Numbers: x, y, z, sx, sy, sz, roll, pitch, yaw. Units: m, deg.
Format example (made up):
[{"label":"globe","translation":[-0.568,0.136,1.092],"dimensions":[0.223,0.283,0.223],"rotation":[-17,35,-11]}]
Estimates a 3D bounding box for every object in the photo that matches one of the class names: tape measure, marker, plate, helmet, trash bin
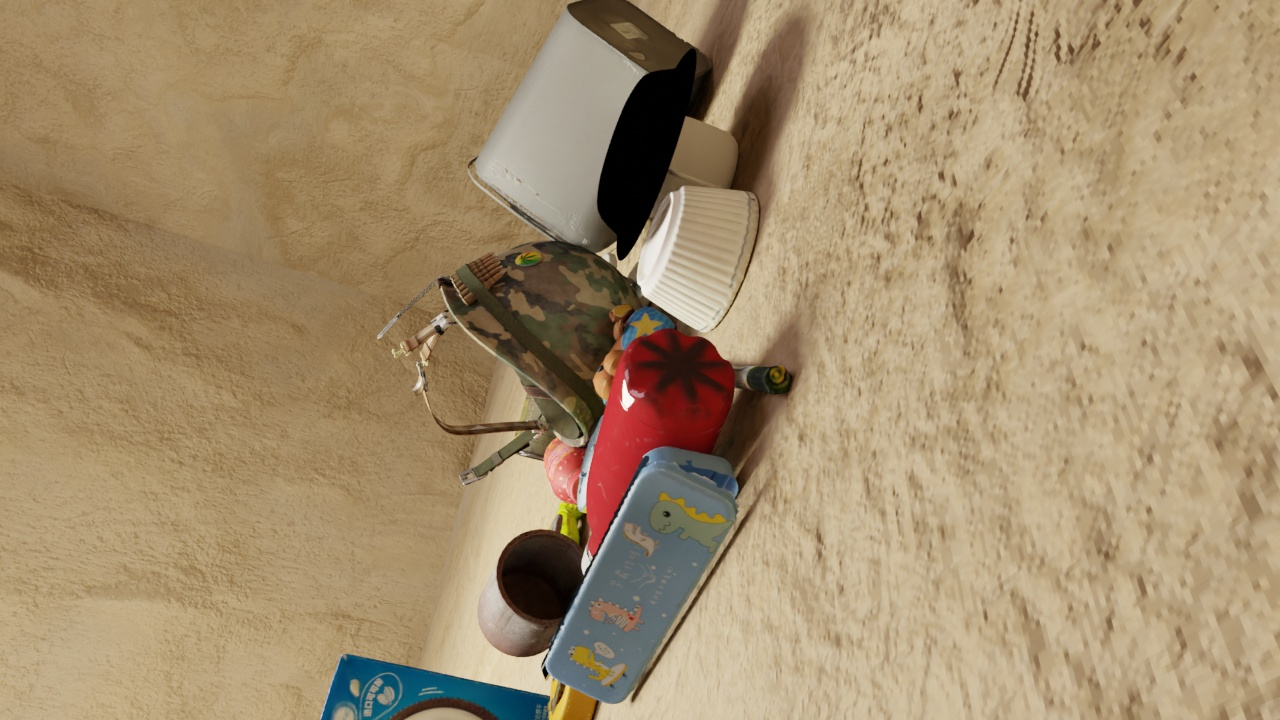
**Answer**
[{"label":"tape measure","translation":[-0.054,0.264,0.723],"dimensions":[0.068,0.030,0.059],"rotation":[-92,21,-57]},{"label":"marker","translation":[0.062,0.010,0.583],"dimensions":[0.146,0.017,0.017],"rotation":[-177,104,-78]},{"label":"plate","translation":[-0.005,-0.178,0.774],"dimensions":[0.184,0.036,0.184],"rotation":[-164,91,-78]},{"label":"helmet","translation":[-0.116,-0.007,0.866],"dimensions":[0.224,0.193,0.236],"rotation":[25,70,39]},{"label":"trash bin","translation":[-0.048,-0.275,1.054],"dimensions":[0.221,0.197,0.196],"rotation":[-56,-3,35]}]

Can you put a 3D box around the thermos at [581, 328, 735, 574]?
[{"label":"thermos","translation":[-0.001,0.084,0.627],"dimensions":[0.073,0.073,0.240],"rotation":[-84,8,-45]}]

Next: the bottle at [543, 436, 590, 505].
[{"label":"bottle","translation":[-0.061,0.111,0.901],"dimensions":[0.137,0.062,0.062],"rotation":[-146,74,-78]}]

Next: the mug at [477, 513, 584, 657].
[{"label":"mug","translation":[-0.097,0.207,0.867],"dimensions":[0.110,0.096,0.122],"rotation":[-52,15,49]}]

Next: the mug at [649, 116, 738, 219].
[{"label":"mug","translation":[0.041,-0.162,0.802],"dimensions":[0.115,0.068,0.094],"rotation":[-111,40,-72]}]

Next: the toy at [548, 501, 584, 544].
[{"label":"toy","translation":[-0.079,0.177,0.957],"dimensions":[0.093,0.036,0.094],"rotation":[-68,11,-16]}]

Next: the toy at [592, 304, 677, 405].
[{"label":"toy","translation":[-0.005,0.004,0.787],"dimensions":[0.090,0.070,0.103],"rotation":[-51,-18,-21]}]

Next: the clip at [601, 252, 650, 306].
[{"label":"clip","translation":[-0.025,-0.051,1.023],"dimensions":[0.126,0.089,0.150],"rotation":[-59,7,44]}]

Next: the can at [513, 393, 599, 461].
[{"label":"can","translation":[-0.093,0.079,1.025],"dimensions":[0.090,0.090,0.074],"rotation":[161,126,-76]}]

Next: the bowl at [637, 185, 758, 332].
[{"label":"bowl","translation":[0.039,-0.085,0.714],"dimensions":[0.115,0.062,0.115],"rotation":[-163,91,-78]}]

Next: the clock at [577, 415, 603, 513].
[{"label":"clock","translation":[-0.016,0.079,0.747],"dimensions":[0.118,0.057,0.083],"rotation":[-90,20,-55]}]

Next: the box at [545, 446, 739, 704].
[{"label":"box","translation":[-0.004,0.145,0.575],"dimensions":[0.052,0.067,0.210],"rotation":[-102,30,-53]}]

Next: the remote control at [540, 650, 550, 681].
[{"label":"remote control","translation":[-0.052,0.207,0.768],"dimensions":[0.124,0.012,0.028],"rotation":[-62,-2,-6]}]

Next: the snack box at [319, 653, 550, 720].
[{"label":"snack box","translation":[-0.183,0.377,0.744],"dimensions":[0.056,0.195,0.238],"rotation":[118,165,-55]}]
